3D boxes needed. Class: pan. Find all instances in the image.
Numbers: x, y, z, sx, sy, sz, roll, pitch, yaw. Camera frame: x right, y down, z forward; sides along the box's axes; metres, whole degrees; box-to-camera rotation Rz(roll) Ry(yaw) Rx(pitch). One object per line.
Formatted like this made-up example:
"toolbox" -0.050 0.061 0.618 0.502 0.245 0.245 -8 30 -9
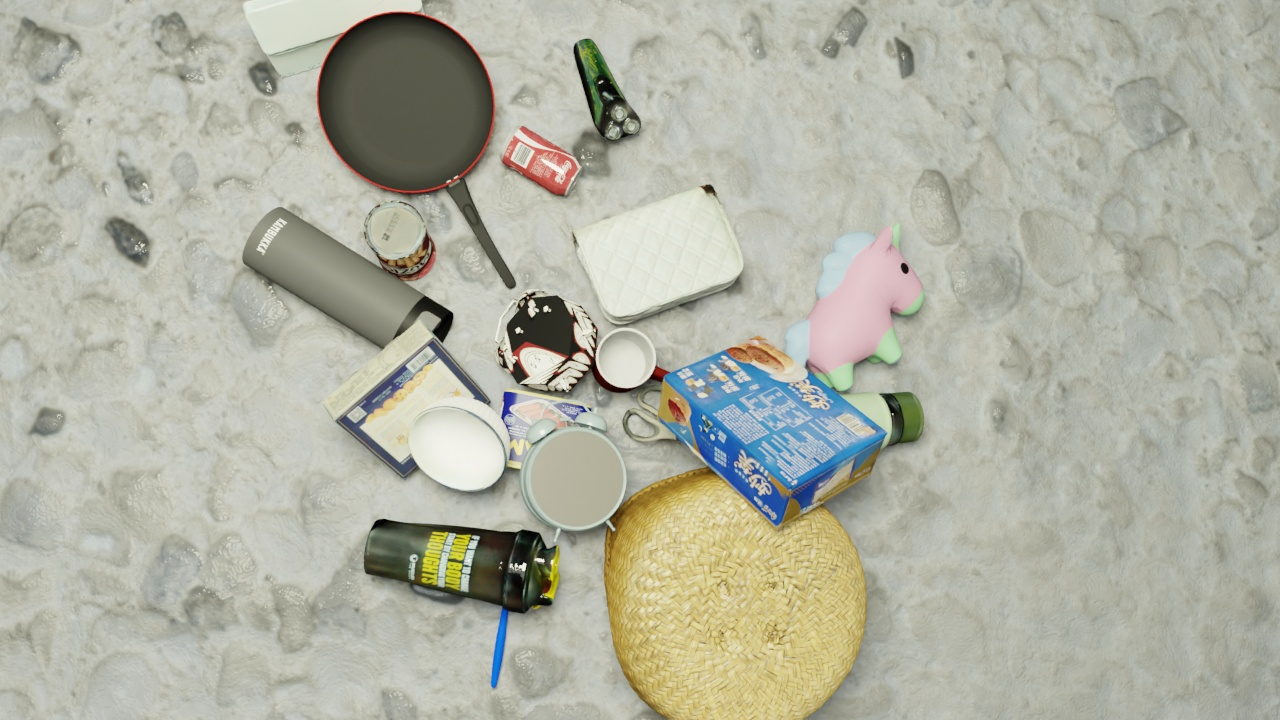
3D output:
"pan" -0.247 -0.249 1.134 0.209 0.067 0.356 -29 106 2

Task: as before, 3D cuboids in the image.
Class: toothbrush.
"toothbrush" -0.168 0.305 1.117 0.018 0.016 0.182 8 83 -1

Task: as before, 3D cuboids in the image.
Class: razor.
"razor" -0.047 -0.350 1.172 0.054 0.067 0.151 -19 79 -12

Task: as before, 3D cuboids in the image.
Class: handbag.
"handbag" 0.023 -0.131 1.155 0.194 0.072 0.138 -19 78 -8

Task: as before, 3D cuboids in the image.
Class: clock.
"clock" -0.079 0.125 1.072 0.122 0.045 0.159 -8 87 -18
"clock" -0.128 -0.028 1.104 0.155 0.065 0.114 27 94 38

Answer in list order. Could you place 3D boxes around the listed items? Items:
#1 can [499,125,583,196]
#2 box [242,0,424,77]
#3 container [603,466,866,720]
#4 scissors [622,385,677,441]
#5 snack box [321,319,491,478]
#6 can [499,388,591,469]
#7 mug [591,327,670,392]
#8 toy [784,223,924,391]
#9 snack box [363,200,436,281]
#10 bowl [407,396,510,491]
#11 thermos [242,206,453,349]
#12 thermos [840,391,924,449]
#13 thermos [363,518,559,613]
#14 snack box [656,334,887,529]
"can" -0.125 -0.251 1.157 0.096 0.054 0.054 30 82 -3
"box" -0.358 -0.405 1.104 0.197 0.135 0.040 -19 69 -8
"container" 0.109 0.271 1.064 0.307 0.197 0.307 1 86 -8
"scissors" 0.054 0.079 1.122 0.171 0.012 0.121 0 68 27
"snack box" -0.268 0.048 1.071 0.144 0.145 0.042 -42 51 -9
"can" -0.122 0.090 1.123 0.116 0.056 0.092 11 82 -5
"mug" -0.007 0.007 1.131 0.105 0.082 0.073 20 82 -4
"toy" 0.262 -0.066 1.161 0.222 0.120 0.171 -28 98 -9
"snack box" -0.285 -0.141 1.094 0.072 0.121 0.072 1 84 -8
"bowl" -0.201 0.087 1.061 0.118 0.062 0.118 6 122 10
"thermos" -0.347 -0.085 1.101 0.240 0.082 0.082 32 82 -3
"thermos" 0.239 0.080 1.147 0.231 0.082 0.082 -6 85 -15
"thermos" -0.205 0.236 1.073 0.221 0.098 0.098 8 83 5
"snack box" 0.143 0.072 1.024 0.154 0.069 0.203 -23 48 -32
